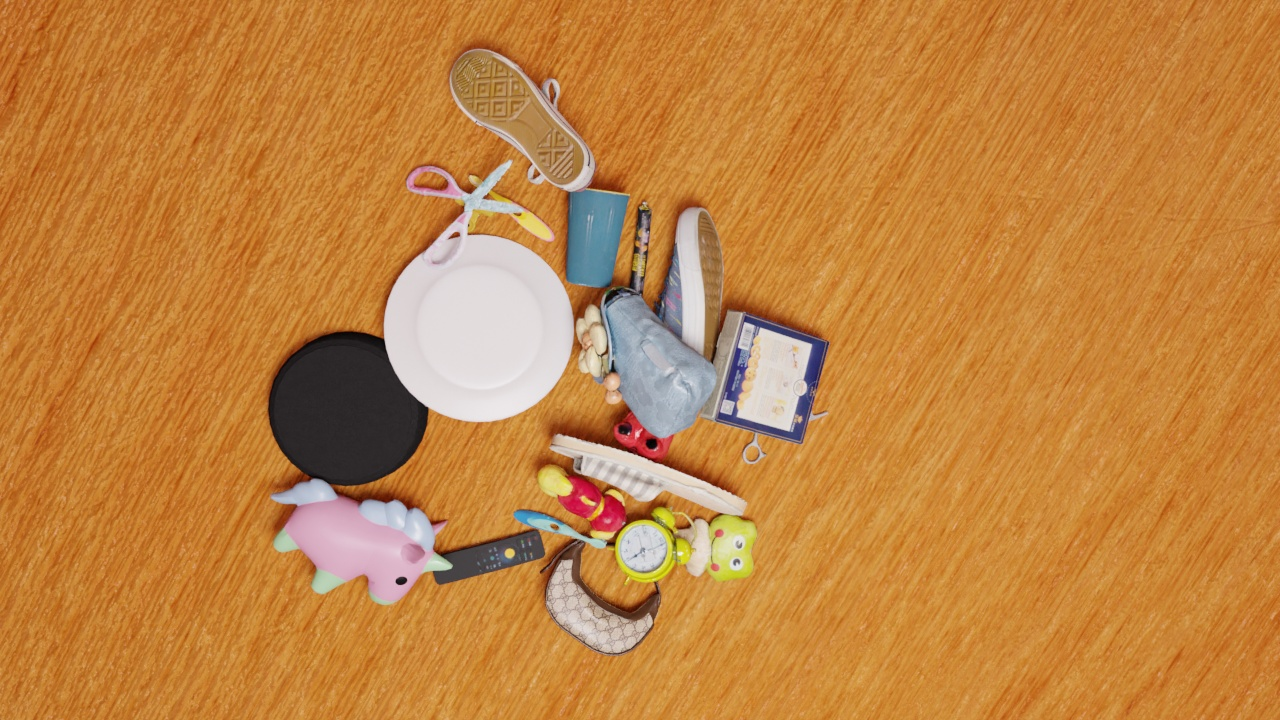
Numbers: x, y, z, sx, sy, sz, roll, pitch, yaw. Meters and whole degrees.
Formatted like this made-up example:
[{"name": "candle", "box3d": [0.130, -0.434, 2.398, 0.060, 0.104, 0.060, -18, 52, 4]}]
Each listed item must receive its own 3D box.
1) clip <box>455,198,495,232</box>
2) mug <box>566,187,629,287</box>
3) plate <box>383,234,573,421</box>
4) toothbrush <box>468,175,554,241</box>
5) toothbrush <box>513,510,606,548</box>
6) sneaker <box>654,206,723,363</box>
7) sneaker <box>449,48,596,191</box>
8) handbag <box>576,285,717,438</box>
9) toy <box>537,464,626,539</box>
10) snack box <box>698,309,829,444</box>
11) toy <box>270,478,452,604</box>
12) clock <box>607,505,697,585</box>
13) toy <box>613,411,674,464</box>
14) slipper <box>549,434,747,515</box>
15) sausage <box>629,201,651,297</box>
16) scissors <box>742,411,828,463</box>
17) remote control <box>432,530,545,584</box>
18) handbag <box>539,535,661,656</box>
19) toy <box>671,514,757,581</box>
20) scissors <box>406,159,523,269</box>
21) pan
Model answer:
[{"name": "clip", "box3d": [-0.216, -0.192, 1.186, 0.054, 0.048, 0.045, 22, 50, -6]}, {"name": "mug", "box3d": [-0.060, -0.157, 1.172, 0.078, 0.078, 0.121, 7, 101, -4]}, {"name": "plate", "box3d": [-0.206, -0.042, 1.182, 0.242, 0.016, 0.242, 0, 89, -10]}, {"name": "toothbrush", "box3d": [-0.167, -0.197, 1.188, 0.135, 0.016, 0.021, 37, 89, -6]}, {"name": "toothbrush", "box3d": [-0.108, 0.225, 1.229, 0.135, 0.017, 0.022, 16, 102, 15]}, {"name": "sneaker", "box3d": [0.057, -0.080, 1.193, 0.079, 0.087, 0.235, 3, 98, 26]}, {"name": "sneaker", "box3d": [-0.137, -0.296, 1.145, 0.241, 0.087, 0.118, 46, 105, 14]}, {"name": "handbag", "box3d": [-0.007, 0.007, 1.135, 0.192, 0.118, 0.122, 49, 135, 23]}, {"name": "toy", "box3d": [-0.075, 0.180, 1.197, 0.137, 0.106, 0.067, 38, 81, -15]}, {"name": "snack box", "box3d": [0.161, 0.023, 1.185, 0.145, 0.043, 0.144, 17, 88, -27]}, {"name": "toy", "box3d": [-0.365, 0.224, 1.187, 0.171, 0.120, 0.222, -39, 98, 12]}, {"name": "clock", "box3d": [0.018, 0.243, 1.209, 0.119, 0.057, 0.083, -29, 73, -3]}, {"name": "toy", "box3d": [0.024, 0.079, 1.219, 0.088, 0.094, 0.132, 34, 68, 24]}, {"name": "slipper", "box3d": [0.009, 0.158, 1.193, 0.272, 0.114, 0.054, 20, 82, -12]}, {"name": "sausage", "box3d": [-0.001, -0.130, 1.202, 0.020, 0.020, 0.155, 7, 97, -4]}, {"name": "scissors", "box3d": [0.168, 0.070, 1.239, 0.175, 0.014, 0.141, -1, 100, -4]}, {"name": "remote control", "box3d": [-0.206, 0.265, 1.240, 0.152, 0.020, 0.041, -14, 97, -2]}, {"name": "handbag", "box3d": [-0.053, 0.313, 1.240, 0.166, 0.063, 0.138, 36, 77, -2]}, {"name": "toy", "box3d": [0.097, 0.252, 1.241, 0.118, 0.043, 0.092, 5, 93, 0]}, {"name": "scissors", "box3d": [-0.227, -0.184, 1.155, 0.171, 0.014, 0.168, 13, 90, 17]}, {"name": "pan", "box3d": [-0.308, 0.053, 1.198, 0.355, 0.044, 0.204, -9, 97, -1]}]
